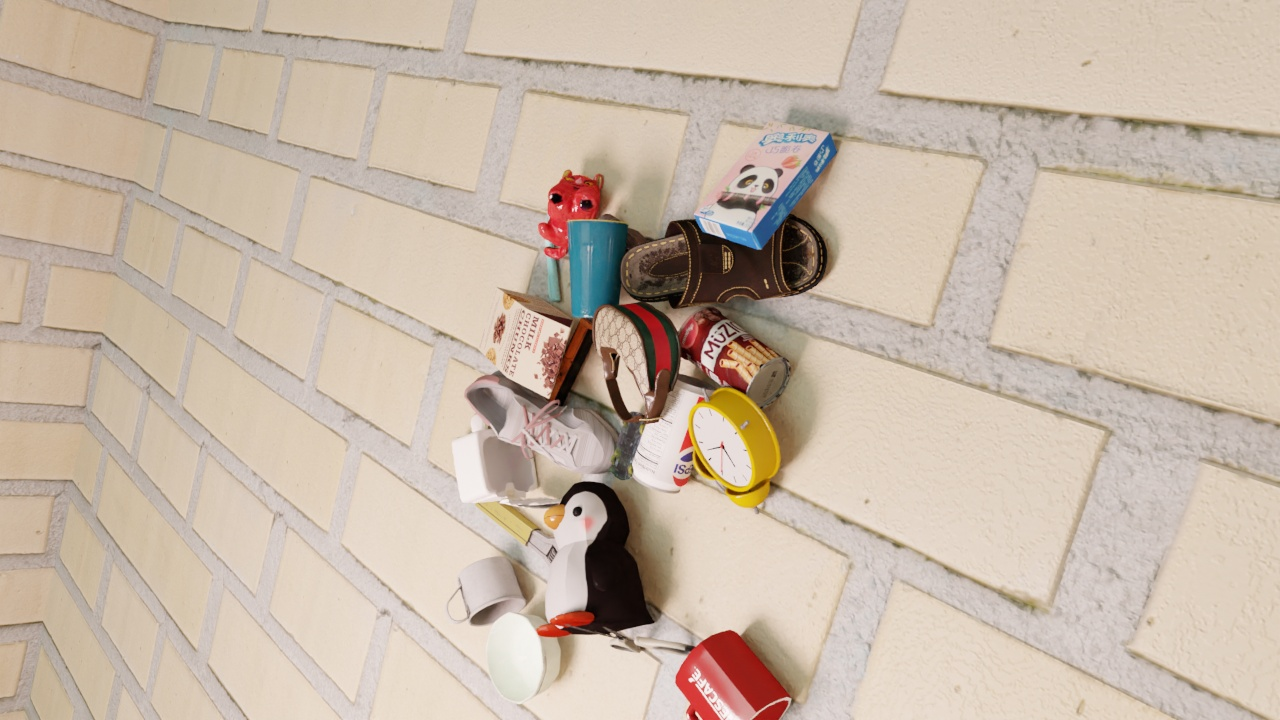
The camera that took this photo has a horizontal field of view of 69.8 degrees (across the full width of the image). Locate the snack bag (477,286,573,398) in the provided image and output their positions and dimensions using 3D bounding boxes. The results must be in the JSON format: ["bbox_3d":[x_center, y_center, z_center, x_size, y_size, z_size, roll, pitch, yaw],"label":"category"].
[{"bbox_3d":[-0.146,-0.025,1.239,0.206,0.069,0.094,33,108,59],"label":"snack bag"}]

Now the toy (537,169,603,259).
[{"bbox_3d":[-0.094,-0.199,1.273,0.093,0.088,0.133,-85,15,-48],"label":"toy"}]

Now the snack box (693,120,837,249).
[{"bbox_3d":[0.140,-0.197,1.020,0.088,0.033,0.154,26,71,41],"label":"snack box"}]

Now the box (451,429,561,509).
[{"bbox_3d":[-0.170,0.161,1.255,0.132,0.107,0.151,-24,72,38],"label":"box"}]

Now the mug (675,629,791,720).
[{"bbox_3d":[0.094,0.373,1.007,0.096,0.080,0.117,46,121,36],"label":"mug"}]

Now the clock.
[{"bbox_3d":[0.101,0.100,1.025,0.113,0.051,0.152,38,144,39],"label":"clock"}]

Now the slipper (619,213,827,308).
[{"bbox_3d":[0.084,-0.115,1.063,0.268,0.075,0.113,-2,83,31],"label":"slipper"}]

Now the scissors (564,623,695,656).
[{"bbox_3d":[-0.011,0.330,1.080,0.158,0.171,0.012,112,169,-64],"label":"scissors"}]

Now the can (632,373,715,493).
[{"bbox_3d":[0.040,0.086,1.096,0.070,0.070,0.132,27,103,41],"label":"can"}]

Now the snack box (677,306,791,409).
[{"bbox_3d":[0.105,-0.003,1.048,0.121,0.072,0.072,39,110,38],"label":"snack box"}]

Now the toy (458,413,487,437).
[{"bbox_3d":[-0.236,0.138,1.364,0.079,0.038,0.122,-56,46,23],"label":"toy"}]

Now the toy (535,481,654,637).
[{"bbox_3d":[-0.052,0.243,1.144,0.159,0.140,0.183,131,141,-56],"label":"toy"}]

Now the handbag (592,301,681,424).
[{"bbox_3d":[-0.006,0.006,1.092,0.166,0.063,0.138,37,129,55],"label":"handbag"}]

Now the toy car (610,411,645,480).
[{"bbox_3d":[-0.010,0.109,1.168,0.039,0.027,0.090,23,99,39],"label":"toy car"}]

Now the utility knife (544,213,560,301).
[{"bbox_3d":[-0.130,-0.150,1.318,0.022,0.015,0.141,-30,64,57],"label":"utility knife"}]

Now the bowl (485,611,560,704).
[{"bbox_3d":[-0.149,0.396,1.236,0.118,0.061,0.117,-6,81,41],"label":"bowl"}]

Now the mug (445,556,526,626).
[{"bbox_3d":[-0.222,0.325,1.278,0.085,0.113,0.070,-57,48,42],"label":"mug"}]

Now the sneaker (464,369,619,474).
[{"bbox_3d":[-0.139,0.088,1.214,0.236,0.089,0.099,26,110,24],"label":"sneaker"}]

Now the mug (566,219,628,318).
[{"bbox_3d":[-0.056,-0.115,1.162,0.078,0.078,0.121,6,96,43],"label":"mug"}]

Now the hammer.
[{"bbox_3d":[-0.067,-0.027,1.235,0.138,0.035,0.315,40,112,37],"label":"hammer"}]

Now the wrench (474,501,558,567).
[{"bbox_3d":[-0.162,0.238,1.296,0.273,0.018,0.084,28,104,41],"label":"wrench"}]
